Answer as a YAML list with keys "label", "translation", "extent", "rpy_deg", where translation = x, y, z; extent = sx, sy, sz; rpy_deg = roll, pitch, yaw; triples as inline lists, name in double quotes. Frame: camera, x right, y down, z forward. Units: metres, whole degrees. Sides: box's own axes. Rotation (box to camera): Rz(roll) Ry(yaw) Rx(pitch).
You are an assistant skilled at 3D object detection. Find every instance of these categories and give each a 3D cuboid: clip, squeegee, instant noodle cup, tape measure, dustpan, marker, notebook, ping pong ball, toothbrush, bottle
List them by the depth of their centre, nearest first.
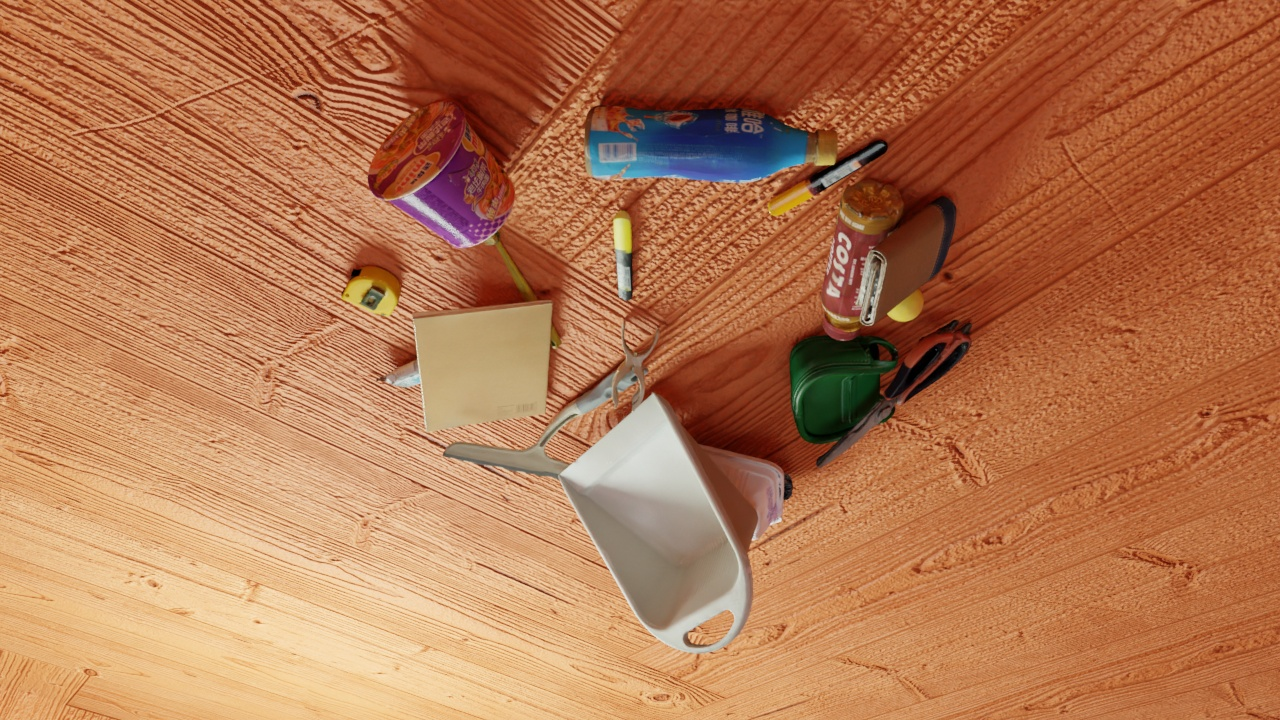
- label: "bottle"
  translation: [0.062, -0.191, 0.808]
  extent: [0.219, 0.065, 0.065]
  rpy_deg: [2, 138, 4]
- label: "instant noodle cup"
  translation: [-0.175, -0.165, 0.845]
  extent: [0.112, 0.111, 0.099]
  rpy_deg: [-19, 142, 26]
- label: "marker"
  translation: [0.173, -0.170, 0.854]
  extent: [0.124, 0.015, 0.018]
  rpy_deg: [-27, 130, 29]
- label: "bottle"
  translation: [0.213, -0.092, 0.903]
  extent: [0.057, 0.057, 0.175]
  rpy_deg: [4, 138, 3]
- label: "ping pong ball"
  translation: [0.270, -0.060, 0.944]
  extent: [0.040, 0.040, 0.040]
  rpy_deg: [4, 139, 3]
- label: "marker"
  translation: [-0.017, -0.106, 0.952]
  extent: [0.018, 0.015, 0.124]
  rpy_deg: [4, 142, 5]
- label: "toothbrush"
  translation: [-0.129, -0.078, 0.996]
  extent: [0.016, 0.016, 0.190]
  rpy_deg: [-9, 136, 18]
- label: "tape measure"
  translation: [-0.295, -0.075, 1.013]
  extent: [0.060, 0.028, 0.057]
  rpy_deg: [26, 135, -21]
- label: "clip"
  translation: [-0.010, 0.006, 1.038]
  extent: [0.076, 0.034, 0.101]
  rpy_deg: [13, 109, -3]
- label: "notebook"
  translation: [-0.178, 0.010, 1.054]
  extent: [0.149, 0.012, 0.212]
  rpy_deg: [-7, 143, -14]
- label: "dustpan"
  translation: [0.026, 0.215, 1.105]
  extent: [0.257, 0.142, 0.223]
  rpy_deg: [42, 128, -7]
- label: "squeegee"
  translation: [-0.077, 0.064, 1.135]
  extent: [0.246, 0.039, 0.247]
  rpy_deg: [18, 134, -40]
- label: "instant noodle cup"
  translation: [0.095, 0.174, 1.188]
  extent: [0.173, 0.060, 0.138]
  rpy_deg: [11, 141, 17]

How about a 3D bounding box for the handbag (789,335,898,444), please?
- label: "handbag"
  translation: [0.228, 0.031, 1.031]
  extent: [0.120, 0.067, 0.131]
  rpy_deg: [-8, 136, 8]

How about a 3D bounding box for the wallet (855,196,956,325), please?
- label: "wallet"
  translation: [0.248, -0.093, 0.860]
  extent: [0.033, 0.115, 0.090]
  rpy_deg: [34, 145, 29]

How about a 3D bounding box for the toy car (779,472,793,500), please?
- label: "toy car"
  translation: [0.149, 0.157, 1.210]
  extent: [0.106, 0.031, 0.049]
  rpy_deg: [9, 139, 19]

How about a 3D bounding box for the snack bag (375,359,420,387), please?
- label: "snack bag"
  translation: [-0.269, 0.014, 1.110]
  extent: [0.105, 0.026, 0.045]
  rpy_deg: [-21, 161, 26]

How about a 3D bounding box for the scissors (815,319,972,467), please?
- label: "scissors"
  translation: [0.266, 0.039, 0.995]
  extent: [0.210, 0.015, 0.177]
  rpy_deg: [-23, 141, -15]
